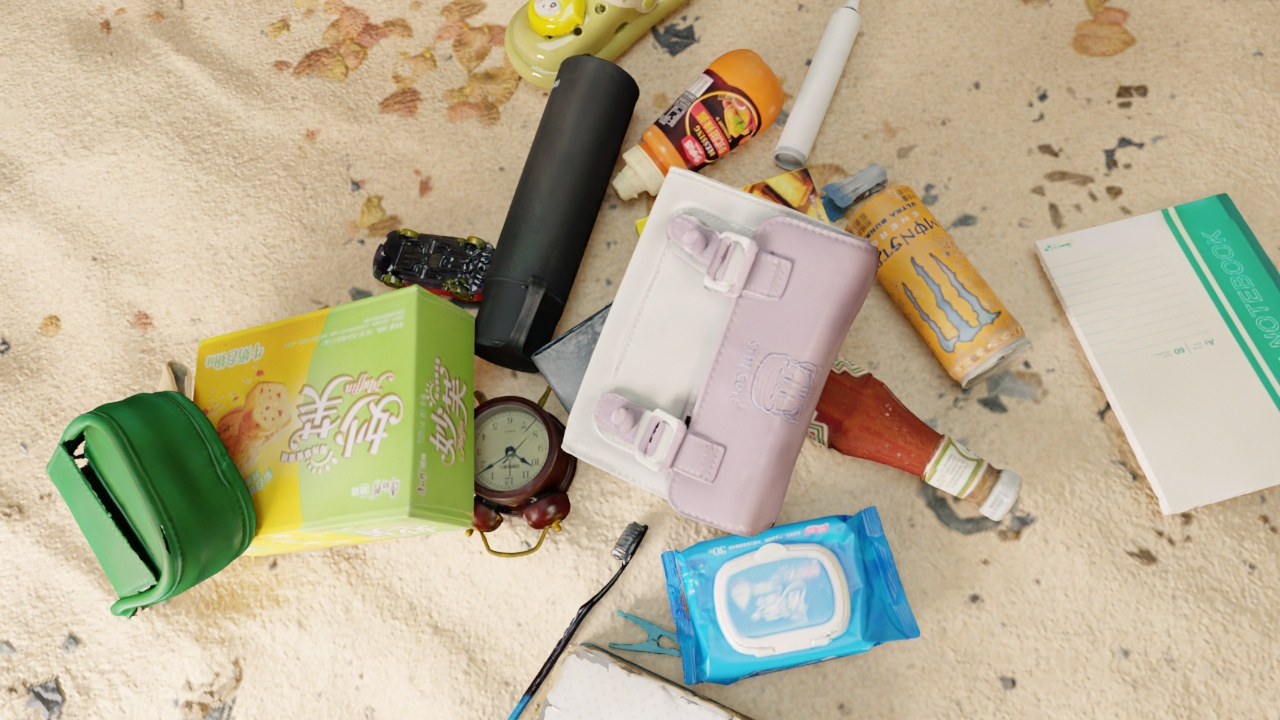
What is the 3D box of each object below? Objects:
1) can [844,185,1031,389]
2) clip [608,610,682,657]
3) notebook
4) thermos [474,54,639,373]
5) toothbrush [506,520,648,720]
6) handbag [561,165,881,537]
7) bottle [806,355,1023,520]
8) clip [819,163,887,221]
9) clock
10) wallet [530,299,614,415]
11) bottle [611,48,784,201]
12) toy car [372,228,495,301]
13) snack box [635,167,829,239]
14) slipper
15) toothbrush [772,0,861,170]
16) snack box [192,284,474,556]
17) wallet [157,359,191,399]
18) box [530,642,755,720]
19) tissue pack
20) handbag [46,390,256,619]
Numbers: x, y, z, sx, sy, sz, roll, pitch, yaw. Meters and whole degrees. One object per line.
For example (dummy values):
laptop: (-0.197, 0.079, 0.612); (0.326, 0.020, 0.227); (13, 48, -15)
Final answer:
can: (0.209, -0.054, 0.654); (0.058, 0.058, 0.146); (-31, 71, -3)
clip: (0.007, 0.190, 0.629); (0.056, 0.014, 0.039); (10, 75, 10)
notebook: (0.383, -0.012, 0.628); (0.150, 0.012, 0.209); (-15, 65, -1)
thermos: (-0.062, -0.114, 0.696); (0.068, 0.090, 0.242); (22, 74, -20)
toothbrush: (-0.052, 0.191, 0.637); (0.016, 0.014, 0.189); (33, 81, 17)
handbag: (0.051, -0.006, 0.588); (0.145, 0.098, 0.197); (23, 98, 16)
bottle: (0.159, 0.043, 0.631); (0.206, 0.060, 0.059); (30, 79, 15)
clip: (0.166, -0.132, 0.705); (0.058, 0.045, 0.027); (-29, 68, -11)
clock: (-0.090, 0.080, 0.654); (0.082, 0.055, 0.121); (-4, 70, 6)
wallet: (-0.004, 0.004, 0.663); (0.121, 0.019, 0.097); (-33, 108, -4)
bottle: (0.039, -0.177, 0.718); (0.149, 0.067, 0.066); (-38, 71, 3)
toy car: (-0.163, -0.075, 0.726); (0.106, 0.031, 0.049); (9, 74, 18)
snack box: (0.074, -0.084, 0.696); (0.140, 0.034, 0.087); (-18, 71, 4)
slipper: (-0.033, -0.308, 0.757); (0.190, 0.082, 0.091); (-36, 69, -7)
toothbrush: (0.157, -0.253, 0.740); (0.027, 0.026, 0.220); (22, 77, 2)
snack box: (-0.220, 0.048, 0.646); (0.210, 0.070, 0.157); (-11, 70, 24)
wallet: (-0.348, 0.070, 0.667); (0.087, 0.024, 0.115); (46, 116, 46)
box: (0.008, 0.249, 0.588); (0.184, 0.060, 0.089); (23, 76, 16)
tissue pack: (0.096, 0.156, 0.606); (0.157, 0.052, 0.095); (-13, 72, 4)
handbag: (-0.324, 0.093, 0.598); (0.120, 0.067, 0.131); (-32, 86, 30)
